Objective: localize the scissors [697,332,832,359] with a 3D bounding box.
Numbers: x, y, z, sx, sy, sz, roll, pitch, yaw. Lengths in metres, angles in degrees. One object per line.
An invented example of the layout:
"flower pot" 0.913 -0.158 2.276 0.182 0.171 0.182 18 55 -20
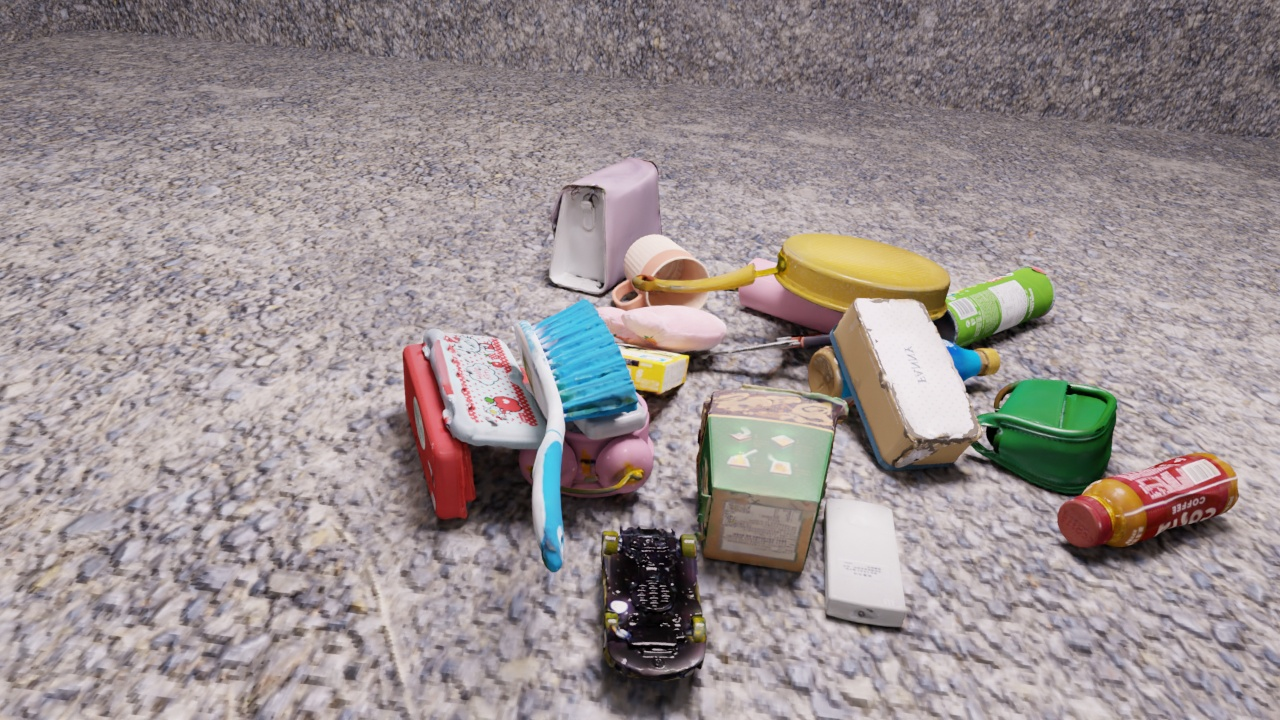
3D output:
"scissors" 0.175 -0.020 0.996 0.189 0.015 0.222 -6 2 39

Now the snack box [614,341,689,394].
"snack box" -0.005 0.005 0.923 0.087 0.034 0.140 11 8 11

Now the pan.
"pan" 0.171 -0.093 1.050 0.357 0.078 0.197 9 23 -1

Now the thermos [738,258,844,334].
"thermos" 0.215 -0.071 1.122 0.199 0.067 0.087 23 5 33

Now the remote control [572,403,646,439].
"remote control" -0.047 0.028 0.793 0.055 0.020 0.136 -11 29 -26

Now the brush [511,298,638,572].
"brush" -0.050 0.042 0.688 0.109 0.061 0.314 -11 31 -13

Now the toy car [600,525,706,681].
"toy car" 0.006 0.164 0.631 0.070 0.042 0.158 4 24 -2

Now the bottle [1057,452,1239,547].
"bottle" 0.430 0.120 0.779 0.174 0.057 0.057 -8 29 -26

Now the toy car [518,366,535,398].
"toy car" -0.121 0.030 0.905 0.049 0.031 0.106 -10 27 -31

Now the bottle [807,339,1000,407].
"bottle" 0.286 0.009 0.977 0.218 0.065 0.065 -5 28 -21

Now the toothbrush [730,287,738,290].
"toothbrush" 0.202 -0.096 1.243 0.186 0.012 0.017 4 20 -1

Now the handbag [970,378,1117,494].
"handbag" 0.389 0.067 0.884 0.120 0.068 0.131 14 27 34

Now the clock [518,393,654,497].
"clock" -0.045 0.073 0.793 0.117 0.060 0.158 3 27 -2

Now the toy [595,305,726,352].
"toy" 0.019 -0.037 1.006 0.121 0.054 0.159 6 0 44

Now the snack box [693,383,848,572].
"snack box" 0.098 0.099 0.722 0.117 0.118 0.105 7 38 5

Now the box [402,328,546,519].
"box" -0.143 0.044 0.792 0.101 0.095 0.201 -7 28 -19

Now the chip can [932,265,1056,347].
"chip can" 0.430 -0.064 1.148 0.235 0.072 0.072 -17 33 -37

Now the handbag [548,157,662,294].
"handbag" -0.043 -0.188 1.240 0.098 0.145 0.196 17 27 17

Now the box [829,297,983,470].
"box" 0.249 0.014 0.882 0.089 0.062 0.184 1 52 -17

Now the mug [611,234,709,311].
"mug" 0.017 -0.099 1.154 0.114 0.082 0.106 -30 30 -4

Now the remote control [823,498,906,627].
"remote control" 0.171 0.153 0.710 0.056 0.019 0.134 8 26 6
